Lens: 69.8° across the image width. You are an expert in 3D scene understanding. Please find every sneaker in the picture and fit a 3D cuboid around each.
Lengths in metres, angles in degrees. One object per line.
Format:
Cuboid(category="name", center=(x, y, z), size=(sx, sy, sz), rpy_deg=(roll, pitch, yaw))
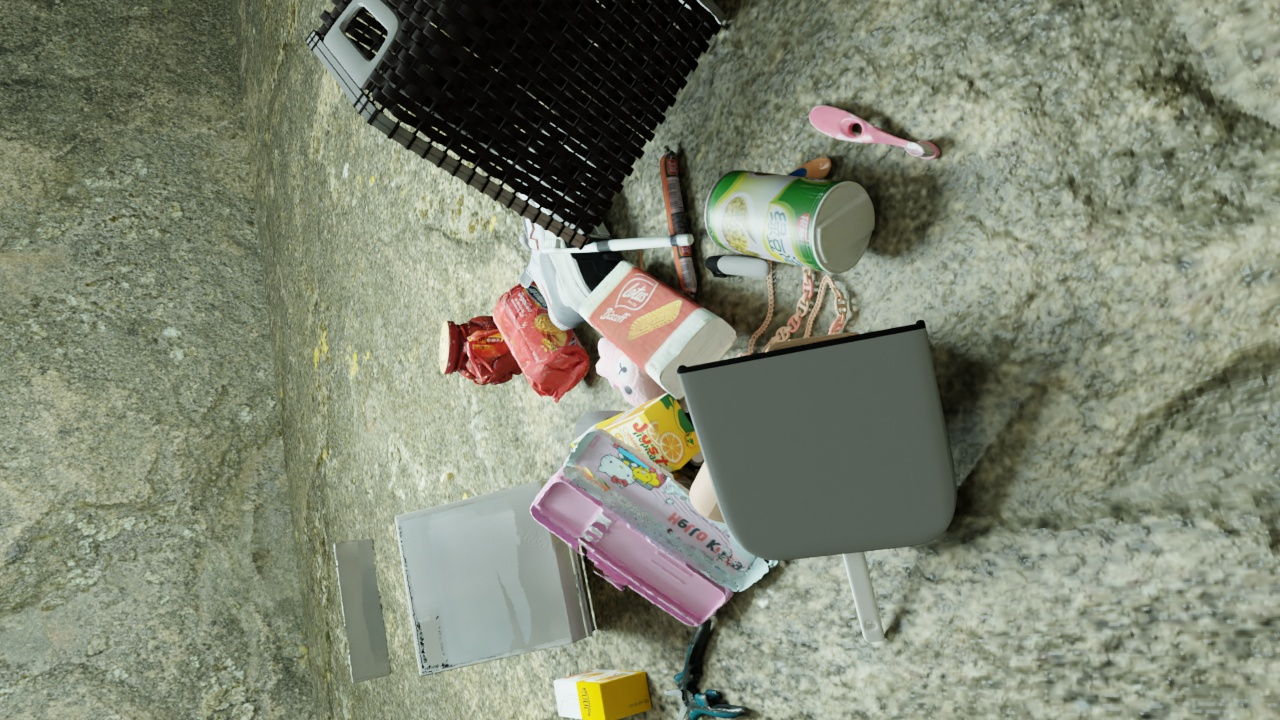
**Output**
Cuboid(category="sneaker", center=(-0.100, -0.136, 1.039), size=(0.125, 0.088, 0.239), rpy_deg=(-47, 58, 46))

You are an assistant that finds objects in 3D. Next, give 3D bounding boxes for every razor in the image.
Cuboid(category="razor", center=(0.000, 0.073, 0.900), size=(0.156, 0.060, 0.057), rpy_deg=(-2, 62, 44))

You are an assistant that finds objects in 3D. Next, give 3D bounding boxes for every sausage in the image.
Cuboid(category="sausage", center=(0.036, -0.133, 0.886), size=(0.020, 0.020, 0.155), rpy_deg=(-22, 75, 57))

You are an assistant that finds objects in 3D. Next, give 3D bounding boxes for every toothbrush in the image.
Cuboid(category="toothbrush", center=(0.114, -0.141, 0.769), size=(0.135, 0.017, 0.021), rpy_deg=(-19, 81, 55))
Cuboid(category="toothbrush", center=(-0.027, -0.118, 0.912), size=(0.187, 0.012, 0.017), rpy_deg=(2, 91, 37))
Cuboid(category="toothbrush", center=(0.166, -0.169, 0.678), size=(0.135, 0.016, 0.022), rpy_deg=(39, 125, 49))

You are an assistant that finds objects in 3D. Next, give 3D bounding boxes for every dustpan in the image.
Cuboid(category="dustpan", center=(0.140, 0.101, 0.648), size=(0.163, 0.033, 0.258), rpy_deg=(-11, 110, 19))

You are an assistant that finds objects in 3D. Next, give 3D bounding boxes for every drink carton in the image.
Cuboid(category="drink carton", center=(-0.046, 0.376, 1.035), size=(0.123, 0.058, 0.040), rpy_deg=(-27, 70, 56))
Cuboid(category="drink carton", center=(-0.003, 0.076, 0.834), size=(0.123, 0.041, 0.058), rpy_deg=(-27, 97, 47))

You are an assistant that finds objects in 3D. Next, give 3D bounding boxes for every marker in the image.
Cuboid(category="marker", center=(0.084, -0.080, 0.793), size=(0.022, 0.016, 0.139), rpy_deg=(68, 168, -14))

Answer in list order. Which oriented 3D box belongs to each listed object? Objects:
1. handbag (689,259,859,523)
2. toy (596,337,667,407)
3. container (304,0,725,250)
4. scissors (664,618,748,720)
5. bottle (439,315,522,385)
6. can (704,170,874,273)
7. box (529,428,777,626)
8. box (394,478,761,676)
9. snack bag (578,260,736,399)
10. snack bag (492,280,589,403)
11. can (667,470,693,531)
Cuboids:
Cuboid(category="handbag", center=(0.081, 0.025, 0.740), size=(0.187, 0.116, 0.199), rpy_deg=(58, 138, 37))
Cuboid(category="toy", center=(-0.006, 0.005, 0.928), size=(0.096, 0.052, 0.099), rpy_deg=(17, 110, 28))
Cuboid(category="container", center=(-0.111, -0.297, 0.838), size=(0.244, 0.245, 0.247), rpy_deg=(-53, 44, 11))
Cuboid(category="scissors", center=(0.056, 0.312, 0.903), size=(0.148, 0.019, 0.118), rpy_deg=(-22, 75, 58))
Cuboid(category="bottle", center=(-0.199, -0.015, 1.191), size=(0.099, 0.111, 0.099), rpy_deg=(-177, 90, -68))
Cuboid(category="can", center=(0.113, -0.110, 0.709), size=(0.121, 0.067, 0.067), rpy_deg=(21, 111, 48))
Cuboid(category="box", center=(0.009, 0.152, 0.836), size=(0.201, 0.041, 0.154), rpy_deg=(35, 126, -3))
Cuboid(category="box", center=(-0.043, 0.220, 1.042), size=(0.165, 0.445, 0.167), rpy_deg=(-26, 71, 46))
Cuboid(category="snack bag", center=(0.009, -0.036, 0.854), size=(0.077, 0.041, 0.225), rpy_deg=(-47, 30, -1))
Cuboid(category="snack bag", center=(-0.123, -0.028, 1.094), size=(0.176, 0.082, 0.082), rpy_deg=(55, 136, 40))
Cuboid(category="can", center=(0.006, 0.130, 0.918), size=(0.105, 0.067, 0.068), rpy_deg=(26, 115, 54))
